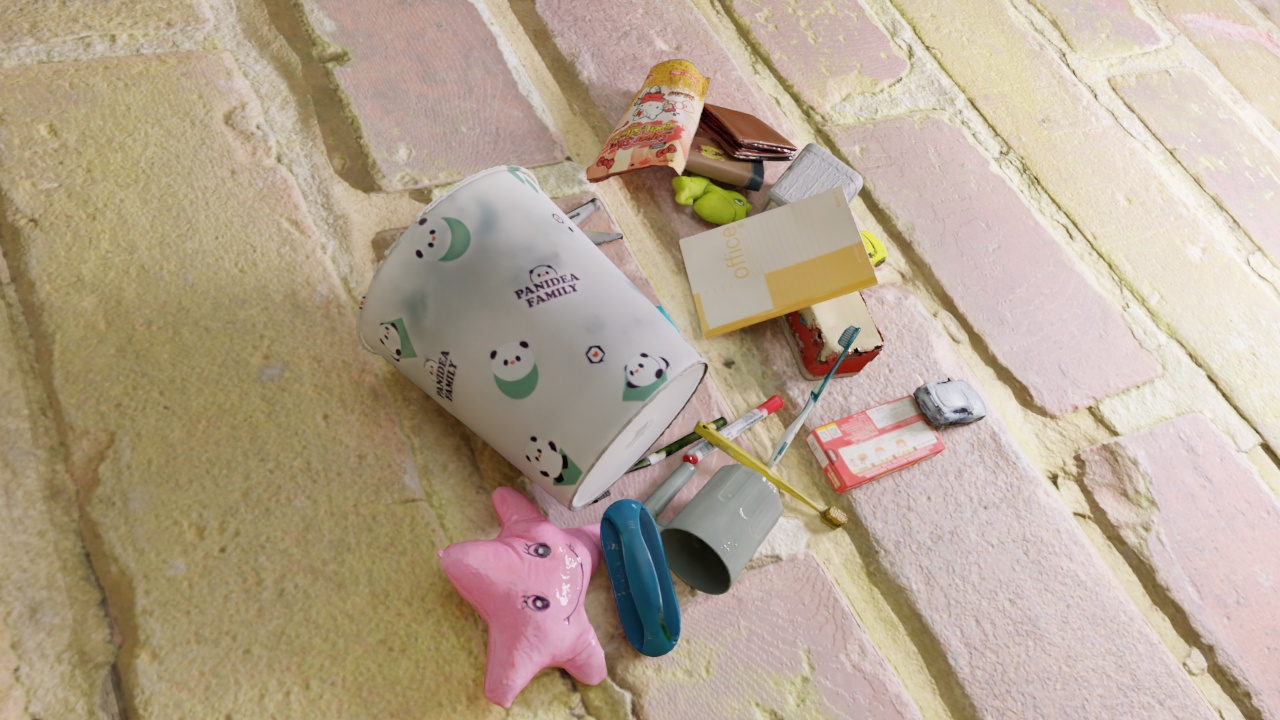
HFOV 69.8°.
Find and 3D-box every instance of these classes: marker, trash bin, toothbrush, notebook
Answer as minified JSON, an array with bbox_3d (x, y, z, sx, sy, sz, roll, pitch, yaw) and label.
[{"bbox_3d":[0.102,0.075,0.996,0.145,0.017,0.017,-29,71,-32],"label":"marker"},{"bbox_3d":[-0.090,-0.012,0.850,0.252,0.230,0.228,42,55,12],"label":"trash bin"},{"bbox_3d":[0.187,0.039,1.005,0.018,0.016,0.191,32,79,15],"label":"toothbrush"},{"bbox_3d":[0.138,0.120,0.967,0.190,0.017,0.015,34,56,-3],"label":"toothbrush"},{"bbox_3d":[0.157,-0.116,1.077,0.206,0.010,0.145,-17,60,10],"label":"notebook"},{"bbox_3d":[0.022,0.101,0.955,0.185,0.012,0.017,-25,75,-31],"label":"toothbrush"}]

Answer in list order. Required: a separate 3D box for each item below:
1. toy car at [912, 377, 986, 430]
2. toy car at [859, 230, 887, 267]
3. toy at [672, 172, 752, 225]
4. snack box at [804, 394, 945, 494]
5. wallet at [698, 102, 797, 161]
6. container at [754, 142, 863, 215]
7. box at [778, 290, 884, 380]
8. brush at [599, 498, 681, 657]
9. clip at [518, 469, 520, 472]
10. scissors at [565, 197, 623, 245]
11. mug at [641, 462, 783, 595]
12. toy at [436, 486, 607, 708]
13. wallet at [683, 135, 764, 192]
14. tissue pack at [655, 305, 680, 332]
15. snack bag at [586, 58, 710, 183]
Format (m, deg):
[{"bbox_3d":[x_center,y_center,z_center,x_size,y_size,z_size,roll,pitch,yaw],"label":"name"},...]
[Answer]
[{"bbox_3d":[0.369,0.048,1.081,0.120,0.037,0.054,-1,55,-42],"label":"toy car"},{"bbox_3d":[0.264,-0.135,1.106,0.105,0.032,0.048,-16,63,-45],"label":"toy car"},{"bbox_3d":[0.090,-0.203,1.164,0.096,0.031,0.100,-22,61,-34],"label":"toy"},{"bbox_3d":[0.266,0.093,1.036,0.152,0.026,0.075,-16,65,-27],"label":"snack box"},{"bbox_3d":[0.138,-0.303,1.219,0.101,0.032,0.124,0,37,-32],"label":"wallet"},{"bbox_3d":[0.208,-0.199,1.169,0.090,0.090,0.114,38,57,8],"label":"container"},{"bbox_3d":[0.216,-0.068,1.091,0.091,0.078,0.168,-5,60,-23],"label":"box"},{"bbox_3d":[0.000,0.196,0.827,0.055,0.073,0.143,-14,83,-5],"label":"brush"},{"bbox_3d":[-0.110,0.085,0.914,0.036,0.025,0.057,13,47,-20],"label":"clip"},{"bbox_3d":[-0.129,-0.140,1.058,0.226,0.015,0.188,16,54,-8],"label":"scissors"},{"bbox_3d":[0.063,0.155,0.901,0.124,0.084,0.103,24,48,29],"label":"mug"},{"bbox_3d":[-0.101,0.204,0.799,0.178,0.075,0.194,25,48,-28],"label":"toy"},{"bbox_3d":[0.102,-0.259,1.194,0.115,0.033,0.090,14,33,-8],"label":"wallet"},{"bbox_3d":[-0.006,0.006,0.983,0.133,0.050,0.093,-25,71,-30],"label":"tissue pack"},{"bbox_3d":[0.018,-0.299,1.172,0.129,0.073,0.207,0,46,24],"label":"snack bag"}]
